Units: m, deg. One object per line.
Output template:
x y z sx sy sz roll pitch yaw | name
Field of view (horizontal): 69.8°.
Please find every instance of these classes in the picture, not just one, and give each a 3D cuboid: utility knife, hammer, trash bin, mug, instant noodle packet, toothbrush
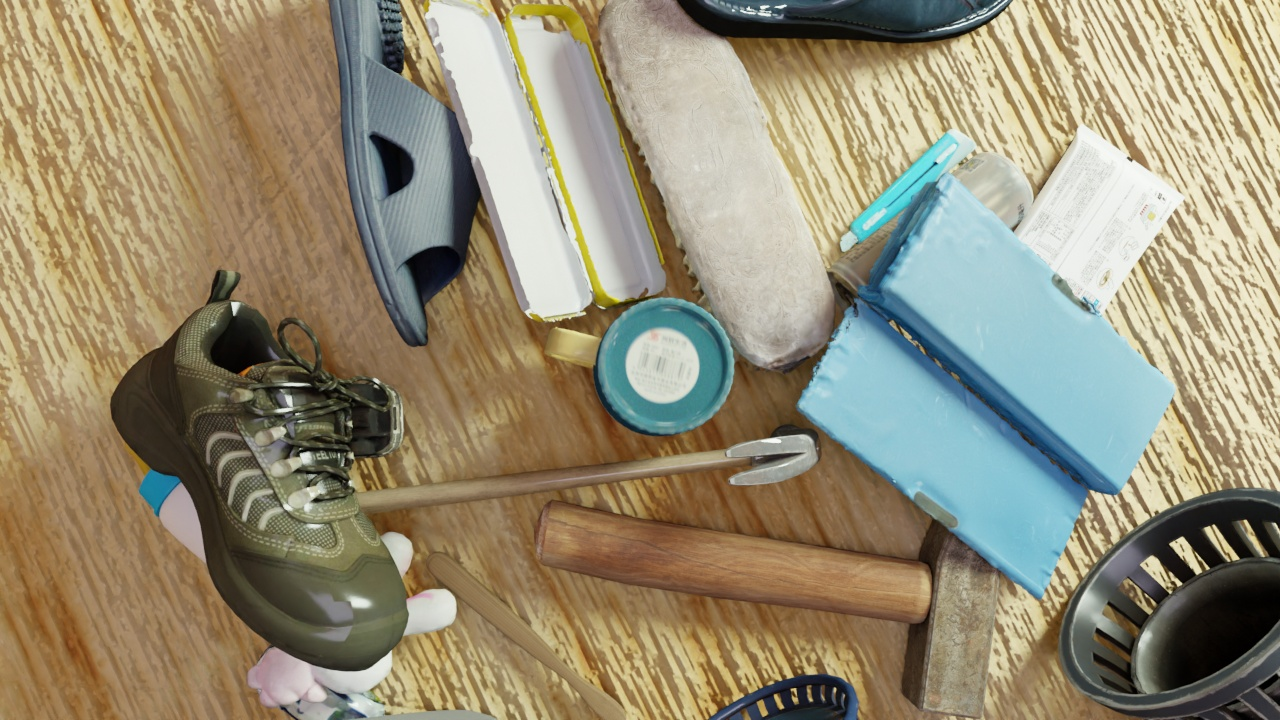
0.180 -0.113 0.625 0.116 0.015 0.022 -44 90 -2 | utility knife
-0.053 0.071 0.573 0.331 0.119 0.030 -6 88 6 | hammer
0.081 0.128 0.596 0.301 0.037 0.158 9 86 -2 | hammer
0.125 0.332 0.538 0.139 0.139 0.249 -30 90 -4 | trash bin
-0.003 0.003 0.565 0.113 0.107 0.083 15 88 -2 | mug
0.399 0.214 0.548 0.227 0.164 0.164 44 86 -3 | trash bin
0.299 -0.083 0.623 0.087 0.026 0.134 35 86 0 | instant noodle packet
-0.074 0.181 0.598 0.167 0.016 0.016 40 86 2 | toothbrush

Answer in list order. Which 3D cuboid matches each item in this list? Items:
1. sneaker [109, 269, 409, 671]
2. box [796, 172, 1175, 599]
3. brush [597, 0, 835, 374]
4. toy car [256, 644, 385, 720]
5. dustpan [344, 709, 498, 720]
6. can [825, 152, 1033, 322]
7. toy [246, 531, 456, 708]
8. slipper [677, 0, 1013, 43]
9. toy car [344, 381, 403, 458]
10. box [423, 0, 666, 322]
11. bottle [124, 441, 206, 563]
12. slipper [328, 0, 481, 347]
-0.185 0.043 0.513 0.238 0.101 0.143 44 107 18 | sneaker
0.220 0.023 0.570 0.231 0.033 0.174 36 81 -18 | box
0.049 -0.119 0.598 0.083 0.057 0.271 -23 87 -4 | brush
-0.206 0.214 0.583 0.090 0.027 0.038 35 88 0 | toy car
-0.090 0.241 0.528 0.257 0.163 0.033 7 85 -33 | dustpan
0.190 -0.079 0.604 0.135 0.054 0.054 -38 89 -4 | can
-0.182 0.170 0.575 0.125 0.037 0.076 -38 73 -16 | toy
0.153 -0.267 0.579 0.265 0.084 0.109 -10 83 -17 | slipper
-0.203 0.039 0.590 0.113 0.040 0.048 -2 87 15 | toy car
-0.057 -0.129 0.577 0.129 0.034 0.209 -15 87 -47 | box
-0.266 0.097 0.575 0.146 0.051 0.051 40 86 0 | bottle
-0.138 -0.143 0.572 0.082 0.101 0.263 -9 84 -2 | slipper
